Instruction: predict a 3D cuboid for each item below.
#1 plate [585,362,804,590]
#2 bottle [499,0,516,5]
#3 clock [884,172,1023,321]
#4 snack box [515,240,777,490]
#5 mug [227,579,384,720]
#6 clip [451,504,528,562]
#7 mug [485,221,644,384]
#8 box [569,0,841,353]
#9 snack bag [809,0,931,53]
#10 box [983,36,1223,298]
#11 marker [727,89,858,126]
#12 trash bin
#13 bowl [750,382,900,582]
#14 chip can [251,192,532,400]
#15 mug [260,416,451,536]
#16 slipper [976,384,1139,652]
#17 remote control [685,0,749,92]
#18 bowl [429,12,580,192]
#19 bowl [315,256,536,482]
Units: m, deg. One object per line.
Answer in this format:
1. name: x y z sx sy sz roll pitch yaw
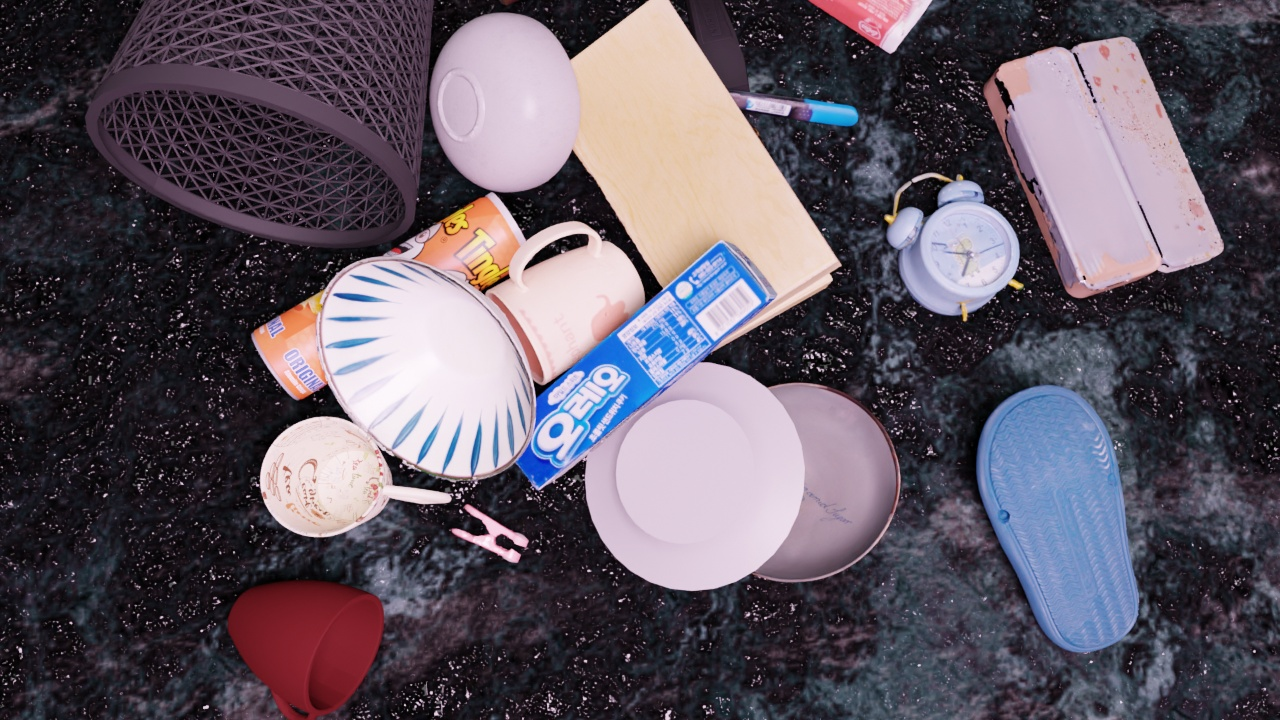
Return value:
1. plate: 0.035 0.084 0.689 0.173 0.019 0.172 -5 76 19
2. bottle: -0.057 -0.361 0.788 0.162 0.056 0.056 -32 83 -10
3. clock: 0.257 -0.097 0.760 0.088 0.052 0.124 -28 82 -7
4. snack box: -0.004 0.004 0.675 0.227 0.059 0.059 -41 85 15
5. mug: -0.248 0.207 0.658 0.088 0.087 0.114 16 105 17
6. clip: -0.112 0.129 0.705 0.059 0.022 0.038 31 75 -3
7. mug: -0.057 -0.053 0.702 0.104 0.112 0.085 -31 46 -19
8. box: 0.041 -0.141 0.746 0.141 0.122 0.249 -34 82 16
9. snack bag: 0.199 -0.333 0.811 0.116 0.036 0.077 35 78 3
10. box: 0.405 -0.172 0.798 0.154 0.058 0.216 -16 80 -6
11. marker: 0.127 -0.219 0.792 0.123 0.018 0.015 7 46 -5
12. trash bin: -0.253 -0.242 0.682 0.217 0.217 0.242 8 71 -3
13. bowl: 0.120 0.095 0.699 0.151 0.056 0.150 -4 75 16
14. chip can: -0.190 -0.051 0.713 0.210 0.062 0.062 -33 83 -10
15. mug: -0.198 0.090 0.666 0.122 0.097 0.081 7 78 -3
16. slipper: 0.323 0.125 0.719 0.104 0.059 0.214 -17 94 1
17. remote control: 0.064 -0.288 0.805 0.039 0.010 0.124 -14 80 -7
18. bowl: -0.115 -0.197 0.708 0.064 0.132 0.131 -19 78 -46
19. bowl: -0.139 -0.005 0.663 0.177 0.178 0.070 35 38 3
